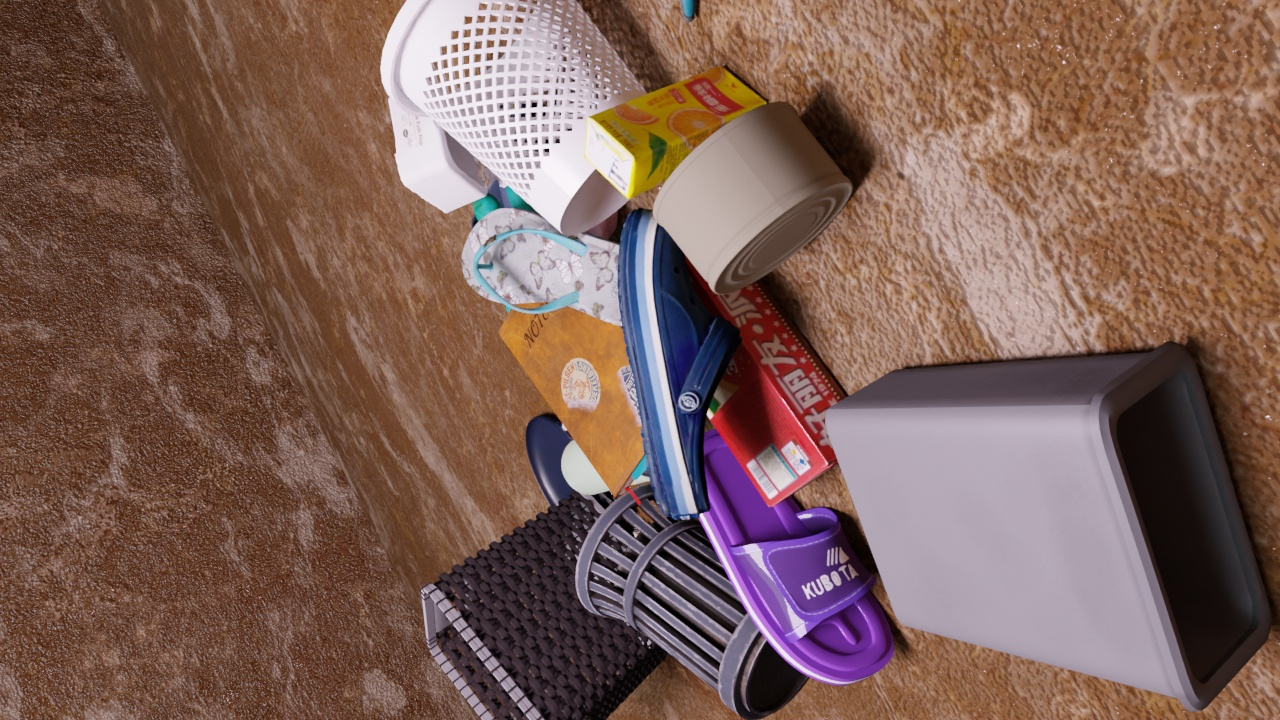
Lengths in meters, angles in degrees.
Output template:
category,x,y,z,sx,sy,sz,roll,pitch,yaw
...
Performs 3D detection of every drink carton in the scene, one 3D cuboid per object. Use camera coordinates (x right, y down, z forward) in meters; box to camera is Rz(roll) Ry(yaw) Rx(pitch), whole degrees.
category,x,y,z,sx,sy,sz,roll,pitch,yaw
drink carton,0.028,-0.175,0.697,0.058,0.134,0.043,46,149,25

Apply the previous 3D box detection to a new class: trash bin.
category,x,y,z,sx,sy,sz,roll,pitch,yaw
trash bin,-0.086,-0.228,0.808,0.199,0.195,0.196,48,149,8
trash bin,0.067,0.251,0.958,0.228,0.163,0.164,27,135,43
trash bin,0.250,0.097,0.597,0.220,0.097,0.192,-7,107,61

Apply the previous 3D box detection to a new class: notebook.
category,x,y,z,sx,sy,sz,roll,pitch,yaw
notebook,-0.041,-0.006,0.891,0.249,0.014,0.179,51,127,27

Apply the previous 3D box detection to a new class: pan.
category,x,y,z,sx,sy,sz,roll,pitch,yaw
pan,-0.099,0.107,1.246,0.199,0.021,0.357,40,144,36

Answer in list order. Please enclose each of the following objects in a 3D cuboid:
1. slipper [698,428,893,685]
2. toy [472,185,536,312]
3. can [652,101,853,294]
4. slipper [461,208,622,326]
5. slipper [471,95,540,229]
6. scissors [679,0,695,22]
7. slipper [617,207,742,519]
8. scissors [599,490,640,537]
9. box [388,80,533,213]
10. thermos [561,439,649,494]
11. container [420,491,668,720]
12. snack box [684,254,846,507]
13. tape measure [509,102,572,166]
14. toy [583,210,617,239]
category,x,y,z,sx,sy,sz,roll,pitch,yaw
slipper,0.135,0.164,0.836,0.266,0.107,0.084,56,151,23
toy,-0.119,-0.098,0.997,0.072,0.131,0.193,-81,-31,-78
can,0.082,-0.115,0.666,0.073,0.127,0.128,54,150,13
slipper,-0.099,-0.094,0.886,0.269,0.054,0.098,14,104,40
slipper,-0.157,-0.171,1.055,0.101,0.082,0.264,23,130,51
scissors,0.023,-0.329,0.700,0.124,0.019,0.157,62,152,1
slipper,0.038,0.001,0.749,0.105,0.095,0.252,6,-103,-81
scissors,0.001,0.222,1.172,0.158,0.012,0.162,16,131,44
box,-0.165,-0.226,0.949,0.128,0.137,0.108,30,-133,-67
thermos,-0.018,0.103,1.054,0.082,0.082,0.232,63,152,0
container,-0.111,0.356,1.207,0.245,0.243,0.248,44,149,20
snack box,0.091,0.003,0.813,0.236,0.060,0.113,56,150,14
tape measure,-0.096,-0.223,0.925,0.042,0.072,0.071,133,136,-55
toy,-0.054,-0.154,0.940,0.110,0.047,0.063,35,138,58
